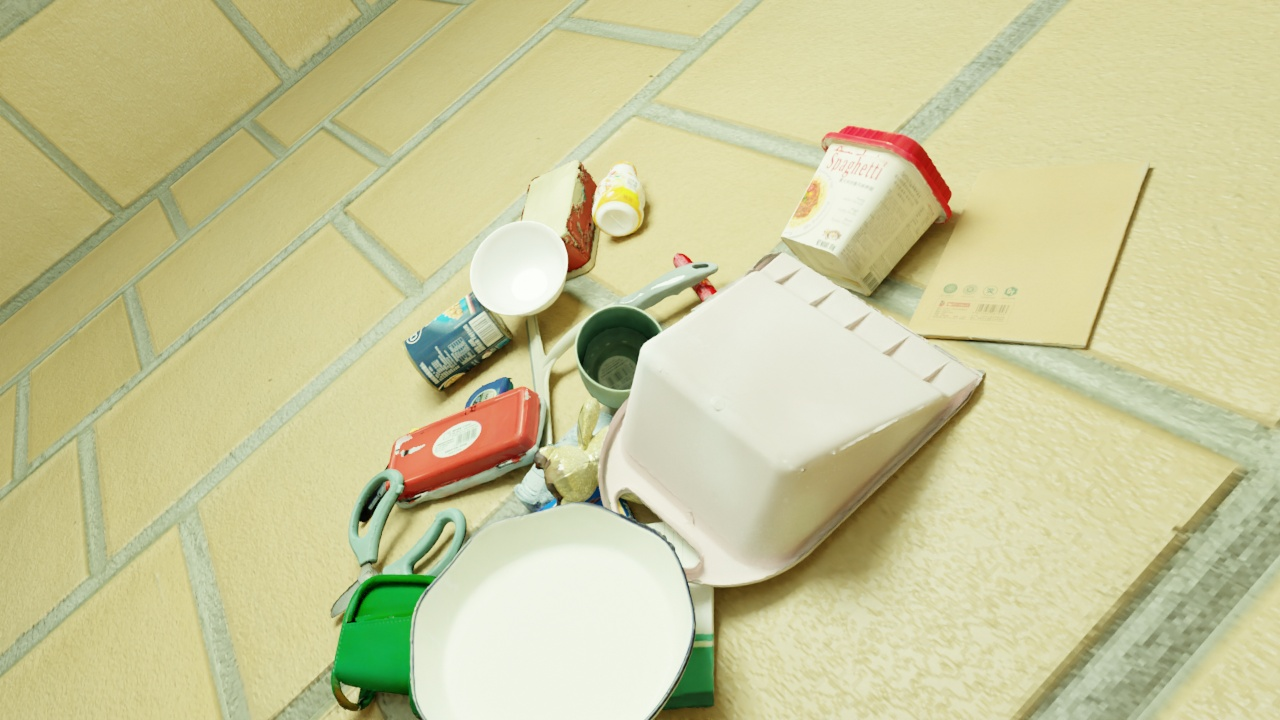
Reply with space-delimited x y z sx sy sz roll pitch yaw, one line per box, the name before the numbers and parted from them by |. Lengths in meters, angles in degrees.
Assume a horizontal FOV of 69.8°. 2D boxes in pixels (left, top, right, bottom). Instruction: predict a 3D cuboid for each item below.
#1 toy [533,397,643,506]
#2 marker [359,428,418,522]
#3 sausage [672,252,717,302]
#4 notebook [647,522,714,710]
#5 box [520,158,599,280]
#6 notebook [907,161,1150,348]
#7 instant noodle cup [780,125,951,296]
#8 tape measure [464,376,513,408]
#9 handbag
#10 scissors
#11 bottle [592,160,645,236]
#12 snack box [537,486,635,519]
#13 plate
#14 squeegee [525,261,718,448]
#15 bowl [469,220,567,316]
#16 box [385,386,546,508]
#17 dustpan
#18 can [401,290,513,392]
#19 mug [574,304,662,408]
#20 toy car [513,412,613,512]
toy | -0.015 0.079 0.815 0.157 0.105 0.066 -24 -11 -18
marker | -0.280 0.128 1.030 0.015 0.018 0.123 0 51 45
sausage | 0.065 -0.079 0.976 0.020 0.020 0.155 -34 38 3
notebook | -0.039 0.207 0.735 0.209 0.012 0.150 -13 52 22
box | -0.105 -0.182 1.168 0.091 0.079 0.168 -19 41 23
notebook | 0.334 -0.096 0.791 0.148 0.008 0.207 7 55 41
instant noodle cup | 0.206 -0.137 0.859 0.124 0.116 0.116 -55 40 -5
tape measure | -0.167 0.049 1.019 0.055 0.025 0.058 -20 36 24
handbag | -0.206 0.252 0.810 0.132 0.068 0.120 -6 54 32
scissors | -0.261 0.183 0.930 0.174 0.019 0.177 -40 57 3
bottle | -0.025 -0.204 1.142 0.063 0.063 0.108 -18 41 22
snack box | -0.079 0.169 0.821 0.157 0.026 0.084 -35 38 3
plate | -0.061 0.197 0.656 0.205 0.046 0.204 -6 44 5
squeegee | -0.029 -0.043 0.977 0.247 0.039 0.246 -32 38 15
bowl | -0.133 -0.096 1.078 0.118 0.065 0.118 -4 70 11
box | -0.183 0.096 0.966 0.202 0.048 0.087 -22 48 27
dustpan | 0.099 0.050 0.756 0.272 0.139 0.222 -24 49 -33
can | -0.216 -0.025 1.093 0.111 0.075 0.075 -36 37 1
mug | -0.005 0.005 0.872 0.112 0.106 0.082 20 77 4
toy car | -0.069 0.097 0.884 0.120 0.037 0.054 -45 38 -16
